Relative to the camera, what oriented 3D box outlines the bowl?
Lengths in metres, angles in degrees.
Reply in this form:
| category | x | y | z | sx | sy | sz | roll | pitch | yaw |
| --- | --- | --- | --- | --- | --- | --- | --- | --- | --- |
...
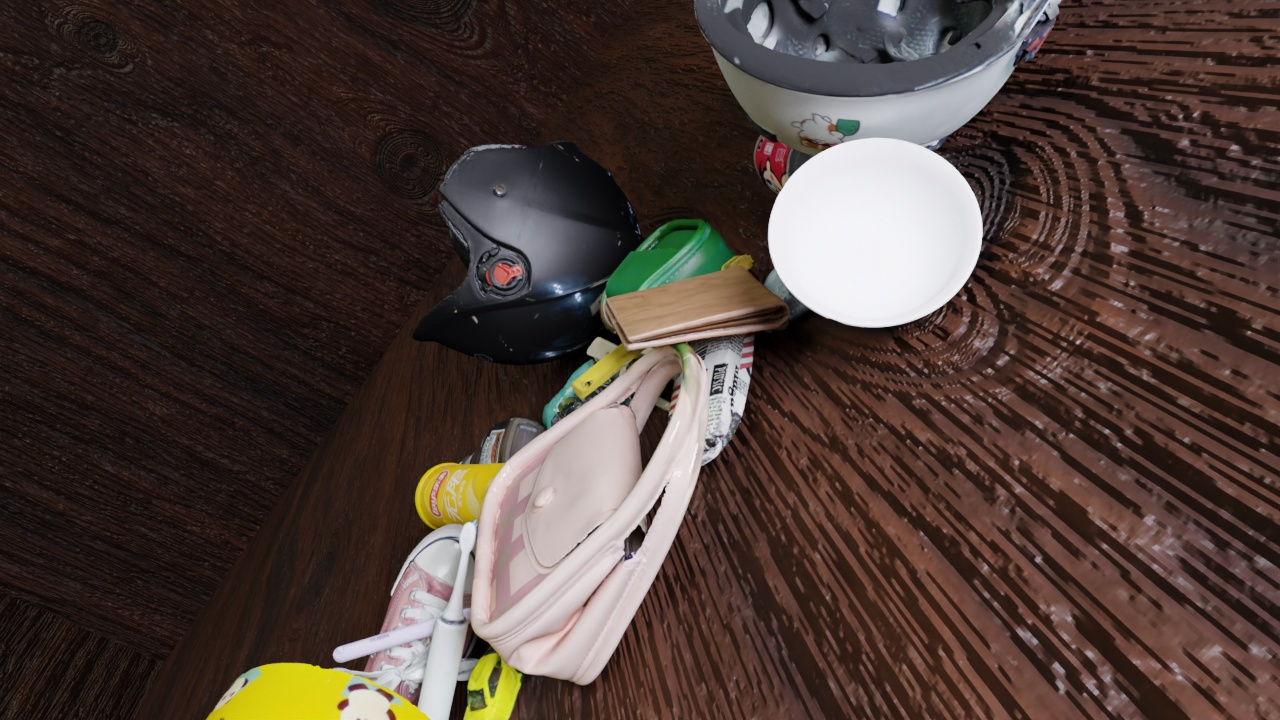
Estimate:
| category | x | y | z | sx | sy | sz | roll | pitch | yaw |
| --- | --- | --- | --- | --- | --- | --- | --- | --- | --- |
| bowl | 0.139 | -0.065 | 0.552 | 0.118 | 0.118 | 0.065 | -59 | -20 | -10 |

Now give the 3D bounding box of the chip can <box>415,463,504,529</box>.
| category | x | y | z | sx | sy | sz | roll | pitch | yaw |
| --- | --- | --- | --- | --- | --- | --- | --- | --- | --- |
| chip can | -0.140 | 0.131 | 0.863 | 0.214 | 0.072 | 0.072 | -10 | 49 | 55 |

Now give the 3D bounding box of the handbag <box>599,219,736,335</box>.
| category | x | y | z | sx | sy | sz | roll | pitch | yaw |
| --- | --- | --- | --- | --- | --- | --- | --- | --- | --- |
| handbag | 0.024 | -0.064 | 0.800 | 0.120 | 0.068 | 0.131 | -44 | 18 | -5 |

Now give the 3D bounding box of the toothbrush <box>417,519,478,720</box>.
| category | x | y | z | sx | sy | sz | roll | pitch | yaw |
| --- | --- | --- | --- | --- | --- | --- | --- | --- | --- |
| toothbrush | -0.153 | 0.230 | 0.718 | 0.026 | 0.027 | 0.221 | -48 | -29 | -80 |

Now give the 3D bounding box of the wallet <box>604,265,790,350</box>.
| category | x | y | z | sx | sy | sz | roll | pitch | yaw |
| --- | --- | --- | --- | --- | --- | --- | --- | --- | --- |
| wallet | 0.036 | -0.038 | 0.657 | 0.115 | 0.020 | 0.101 | -12 | 22 | -8 |

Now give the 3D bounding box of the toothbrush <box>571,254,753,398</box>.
| category | x | y | z | sx | sy | sz | roll | pitch | yaw |
| --- | --- | --- | --- | --- | --- | --- | --- | --- | --- |
| toothbrush | 0.021 | -0.030 | 0.702 | 0.189 | 0.016 | 0.017 | -38 | 12 | -27 |

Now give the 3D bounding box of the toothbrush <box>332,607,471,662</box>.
| category | x | y | z | sx | sy | sz | roll | pitch | yaw |
| --- | --- | --- | --- | --- | --- | --- | --- | --- | --- |
| toothbrush | -0.157 | 0.210 | 0.739 | 0.189 | 0.021 | 0.029 | -18 | 45 | 0 |

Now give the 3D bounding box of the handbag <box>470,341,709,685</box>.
| category | x | y | z | sx | sy | sz | roll | pitch | yaw |
| --- | --- | --- | --- | --- | --- | --- | --- | --- | --- |
| handbag | -0.024 | 0.088 | 0.647 | 0.235 | 0.093 | 0.193 | -52 | 21 | 22 |

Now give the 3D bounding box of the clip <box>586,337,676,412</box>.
| category | x | y | z | sx | sy | sz | roll | pitch | yaw |
| --- | --- | --- | --- | --- | --- | --- | --- | --- | --- |
| clip | -0.006 | 0.003 | 0.747 | 0.035 | 0.102 | 0.095 | -57 | -16 | -5 |

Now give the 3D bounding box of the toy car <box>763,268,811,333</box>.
| category | x | y | z | sx | sy | sz | roll | pitch | yaw |
| --- | --- | --- | --- | --- | --- | --- | --- | --- | --- |
| toy car | 0.121 | -0.063 | 0.655 | 0.121 | 0.037 | 0.054 | -37 | 28 | 51 |

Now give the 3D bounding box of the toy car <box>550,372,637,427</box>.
| category | x | y | z | sx | sy | sz | roll | pitch | yaw |
| --- | --- | --- | --- | --- | --- | --- | --- | --- | --- |
| toy car | -0.028 | 0.035 | 0.817 | 0.121 | 0.045 | 0.053 | -44 | 66 | 22 |

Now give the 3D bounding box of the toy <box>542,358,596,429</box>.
| category | x | y | z | sx | sy | sz | roll | pitch | yaw |
| --- | --- | --- | --- | --- | --- | --- | --- | --- | --- |
| toy | -0.070 | 0.041 | 0.945 | 0.092 | 0.030 | 0.096 | -53 | 25 | 14 |

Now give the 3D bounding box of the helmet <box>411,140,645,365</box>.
| category | x | y | z | sx | sy | sz | roll | pitch | yaw |
| --- | --- | --- | --- | --- | --- | --- | --- | --- | --- |
| helmet | -0.121 | -0.106 | 1.003 | 0.274 | 0.230 | 0.233 | -57 | 5 | -6 |

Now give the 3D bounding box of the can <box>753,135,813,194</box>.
| category | x | y | z | sx | sy | sz | roll | pitch | yaw |
| --- | --- | --- | --- | --- | --- | --- | --- | --- | --- |
| can | 0.133 | -0.160 | 0.733 | 0.066 | 0.066 | 0.093 | -53 | 20 | 8 |

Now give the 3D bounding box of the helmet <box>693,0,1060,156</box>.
| category | x | y | z | sx | sy | sz | roll | pitch | yaw |
| --- | --- | --- | --- | --- | --- | --- | --- | --- | --- |
| helmet | 0.158 | -0.233 | 0.626 | 0.157 | 0.230 | 0.273 | 69 | -141 | -60 |

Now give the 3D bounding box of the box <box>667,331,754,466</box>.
| category | x | y | z | sx | sy | sz | roll | pitch | yaw |
| --- | --- | --- | --- | --- | --- | --- | --- | --- | --- |
| box | 0.057 | 0.011 | 0.687 | 0.069 | 0.052 | 0.163 | 124 | 168 | -48 |

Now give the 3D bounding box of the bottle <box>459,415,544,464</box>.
| category | x | y | z | sx | sy | sz | roll | pitch | yaw |
| --- | --- | --- | --- | --- | --- | --- | --- | --- | --- |
| bottle | -0.161 | 0.112 | 1.015 | 0.195 | 0.044 | 0.079 | -28 | 49 | 60 |

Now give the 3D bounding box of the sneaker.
| category | x | y | z | sx | sy | sz | roll | pitch | yaw |
| --- | --- | --- | --- | --- | --- | --- | --- | --- | --- |
| sneaker | -0.196 | 0.257 | 0.786 | 0.088 | 0.118 | 0.240 | 132 | 162 | -80 |

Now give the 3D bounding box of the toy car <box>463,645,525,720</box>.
| category | x | y | z | sx | sy | sz | roll | pitch | yaw |
| --- | --- | --- | --- | --- | --- | --- | --- | --- | --- |
| toy car | -0.116 | 0.257 | 0.704 | 0.048 | 0.032 | 0.105 | -32 | 32 | 48 |

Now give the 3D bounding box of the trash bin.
| category | x | y | z | sx | sy | sz | roll | pitch | yaw |
| --- | --- | --- | --- | --- | --- | --- | --- | --- | --- |
| trash bin | -0.249 | 0.358 | 0.592 | 0.230 | 0.229 | 0.254 | -42 | 18 | 34 |
